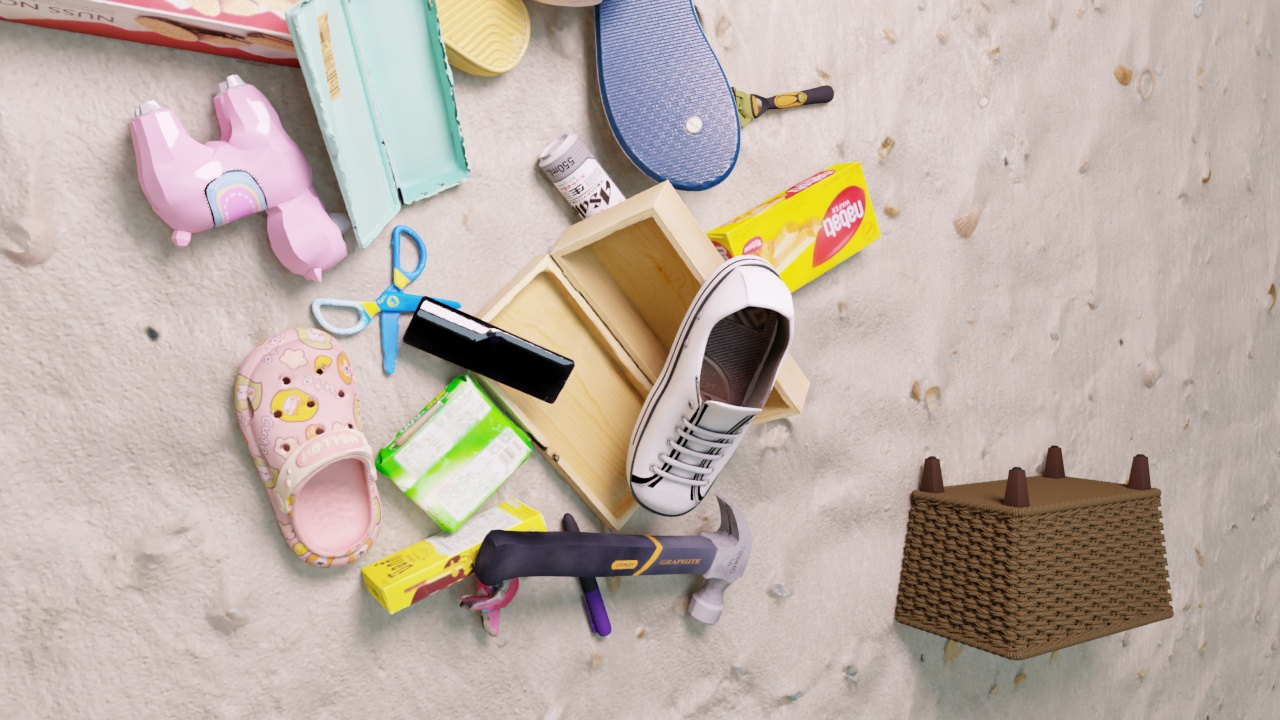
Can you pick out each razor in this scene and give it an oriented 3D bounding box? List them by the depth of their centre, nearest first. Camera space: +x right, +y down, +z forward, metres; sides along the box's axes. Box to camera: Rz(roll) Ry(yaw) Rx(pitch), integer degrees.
[{"bbox_3d":[0.152,-0.274,0.966,0.143,0.021,0.044,-18,104,-32],"label":"razor"}]

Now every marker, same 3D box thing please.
[{"bbox_3d":[-0.053,0.208,0.884,0.018,0.015,0.134,-17,105,-1],"label":"marker"}]

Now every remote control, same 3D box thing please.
[{"bbox_3d":[-0.126,-0.006,0.771,0.140,0.021,0.045,23,112,-18],"label":"remote control"}]

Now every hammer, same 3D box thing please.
[{"bbox_3d":[-0.015,0.185,0.846,0.312,0.035,0.139,10,107,-41],"label":"hammer"}]

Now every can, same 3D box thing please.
[{"bbox_3d":[-0.046,-0.155,0.838,0.044,0.044,0.106,-50,117,-19],"label":"can"}]

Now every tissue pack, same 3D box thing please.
[{"bbox_3d":[-0.159,0.079,0.789,0.113,0.034,0.099,-45,115,-15],"label":"tissue pack"}]

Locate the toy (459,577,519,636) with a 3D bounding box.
[{"bbox_3d":[-0.122,0.191,0.827,0.102,0.050,0.065,-46,152,-24],"label":"toy"}]

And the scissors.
[{"bbox_3d":[-0.209,-0.050,0.764,0.126,0.013,0.125,-1,94,-28],"label":"scissors"}]

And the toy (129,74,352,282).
[{"bbox_3d":[-0.290,-0.123,0.675,0.123,0.067,0.157,-30,114,-25],"label":"toy"}]

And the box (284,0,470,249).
[{"bbox_3d":[-0.196,-0.194,0.691,0.138,0.055,0.187,-41,142,-36],"label":"box"}]

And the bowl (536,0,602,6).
[{"bbox_3d":[-0.061,-0.342,0.764,0.152,0.153,0.076,-17,129,-30],"label":"bowl"}]

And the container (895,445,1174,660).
[{"bbox_3d":[0.491,0.220,1.136,0.320,0.177,0.205,0,91,-32],"label":"container"}]

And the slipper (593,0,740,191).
[{"bbox_3d":[0.012,-0.291,0.842,0.118,0.060,0.294,-10,85,-6],"label":"slipper"}]

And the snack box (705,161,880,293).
[{"bbox_3d":[0.166,-0.132,0.973,0.200,0.042,0.092,-31,111,-26],"label":"snack box"}]

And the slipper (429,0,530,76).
[{"bbox_3d":[-0.198,-0.309,0.713,0.263,0.078,0.099,25,84,-48],"label":"slipper"}]

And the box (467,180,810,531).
[{"bbox_3d":[-0.008,-0.002,0.850,0.252,0.118,0.247,-36,114,3],"label":"box"}]

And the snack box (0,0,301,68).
[{"bbox_3d":[-0.351,-0.244,0.621,0.272,0.077,0.044,0,90,-33],"label":"snack box"}]

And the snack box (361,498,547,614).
[{"bbox_3d":[-0.158,0.165,0.787,0.148,0.061,0.026,-22,107,-28],"label":"snack box"}]

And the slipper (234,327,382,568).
[{"bbox_3d":[-0.250,0.075,0.711,0.093,0.082,0.197,-16,105,-29],"label":"slipper"}]

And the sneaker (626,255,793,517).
[{"bbox_3d":[0.065,0.039,0.774,0.091,0.097,0.246,20,111,-16],"label":"sneaker"}]
